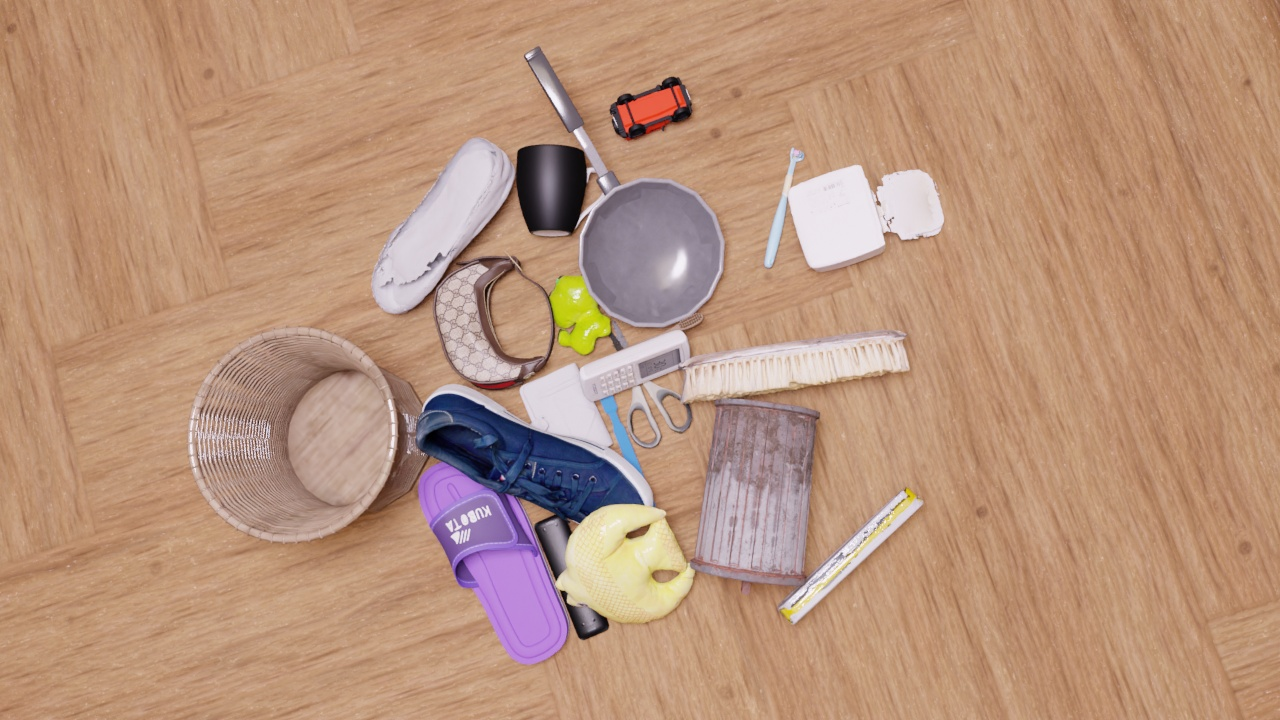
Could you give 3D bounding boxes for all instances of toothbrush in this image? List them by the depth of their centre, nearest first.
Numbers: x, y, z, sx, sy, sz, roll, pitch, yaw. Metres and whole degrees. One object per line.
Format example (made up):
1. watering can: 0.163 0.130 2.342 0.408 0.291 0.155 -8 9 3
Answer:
1. toothbrush: 0.002 -0.017 1.111 0.167 0.016 0.016 -27 74 15
2. toothbrush: -0.017 0.108 1.120 0.016 0.014 0.166 -22 87 1
3. toothbrush: 0.176 -0.188 1.135 0.022 0.016 0.155 18 84 -32

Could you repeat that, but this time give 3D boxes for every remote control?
1. remote control: -0.006 0.006 1.093 0.138 0.060 0.025 -21 60 -6
2. remote control: -0.083 0.260 1.102 0.041 0.020 0.152 -23 84 0

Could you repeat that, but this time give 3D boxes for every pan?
1. pan: -0.034 -0.204 1.086 0.178 0.041 0.357 -32 104 -4

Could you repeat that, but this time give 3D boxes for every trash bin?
1. trash bin: 0.132 0.157 1.044 0.131 0.131 0.211 7 83 5

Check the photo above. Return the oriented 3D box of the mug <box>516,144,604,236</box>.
1. mug: -0.094 -0.205 1.130 0.118 0.085 0.100 0 90 -25

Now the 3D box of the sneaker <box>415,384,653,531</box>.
1. sneaker: -0.122 0.129 1.041 0.294 0.127 0.121 26 115 -6

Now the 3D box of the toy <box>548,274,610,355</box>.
1. toy: -0.075 -0.061 1.130 0.093 0.036 0.094 43 95 2

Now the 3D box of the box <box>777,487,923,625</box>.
1. box: 0.241 0.226 1.063 0.209 0.064 0.033 -43 73 -2

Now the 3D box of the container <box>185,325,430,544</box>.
1. container: -0.359 0.087 1.051 0.227 0.196 0.226 0 84 4

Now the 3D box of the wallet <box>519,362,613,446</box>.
1. wallet: -0.093 0.068 1.118 0.086 0.032 0.116 -29 83 -1

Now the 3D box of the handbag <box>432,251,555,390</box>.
1. handbag: -0.176 -0.050 1.121 0.138 0.063 0.166 -19 78 1

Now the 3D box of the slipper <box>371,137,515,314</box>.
1. slipper: -0.244 -0.160 1.129 0.247 0.074 0.112 -52 53 8

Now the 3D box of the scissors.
1. scissors: 0.009 0.023 1.127 0.132 0.012 0.169 2 80 4

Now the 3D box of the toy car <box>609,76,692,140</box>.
1. toy car: 0.013 -0.310 1.143 0.100 0.049 0.051 -20 82 1

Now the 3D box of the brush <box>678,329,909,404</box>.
1. brush: 0.179 0.006 1.080 0.271 0.083 0.056 -8 85 2

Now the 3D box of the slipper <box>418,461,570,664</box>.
1. slipper: -0.175 0.233 1.079 0.107 0.084 0.266 -30 83 0

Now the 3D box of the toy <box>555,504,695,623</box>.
1. toy: -0.021 0.242 1.059 0.155 0.064 0.170 -26 116 4

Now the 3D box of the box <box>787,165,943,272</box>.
1. box: 0.274 -0.178 1.098 0.190 0.083 0.110 -14 85 1
